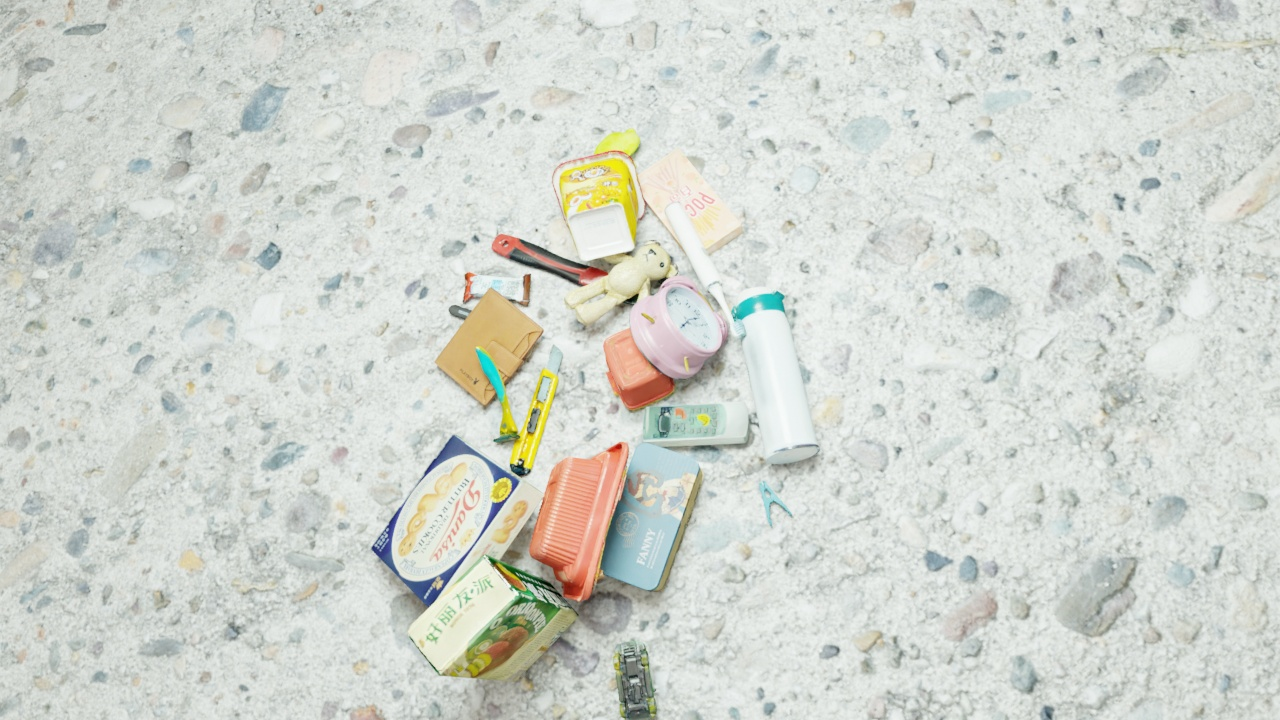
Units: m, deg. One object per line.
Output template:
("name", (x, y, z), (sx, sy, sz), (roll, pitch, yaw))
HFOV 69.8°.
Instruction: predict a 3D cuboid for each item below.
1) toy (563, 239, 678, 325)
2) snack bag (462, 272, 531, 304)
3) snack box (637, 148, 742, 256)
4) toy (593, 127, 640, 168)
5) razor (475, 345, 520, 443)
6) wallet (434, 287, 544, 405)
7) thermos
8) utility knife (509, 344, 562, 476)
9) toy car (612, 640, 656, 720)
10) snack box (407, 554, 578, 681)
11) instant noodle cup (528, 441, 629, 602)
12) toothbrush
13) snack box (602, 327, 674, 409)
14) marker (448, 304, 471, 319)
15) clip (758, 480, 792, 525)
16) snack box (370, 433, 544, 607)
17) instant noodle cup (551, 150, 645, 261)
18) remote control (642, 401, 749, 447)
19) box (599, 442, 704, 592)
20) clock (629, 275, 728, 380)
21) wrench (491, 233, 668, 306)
("toy", (-0.028, -0.104, 1.214), (0.157, 0.066, 0.105), (-32, 72, -12))
("snack bag", (-0.203, -0.101, 1.286), (0.104, 0.026, 0.048), (2, 77, 11))
("snack box", (0.063, -0.215, 1.275), (0.084, 0.026, 0.157), (-35, 68, -2))
("toy", (-0.038, -0.288, 1.311), (0.097, 0.031, 0.100), (-33, 52, 6))
("razor", (-0.190, 0.043, 1.205), (0.043, 0.028, 0.132), (-17, 91, 45))
("wallet", (-0.205, -0.018, 1.245), (0.108, 0.031, 0.132), (39, 93, 19))
("thermos", (0.165, 0.014, 1.154), (0.073, 0.073, 0.224), (-12, 68, 6))
("utility knife", (-0.138, 0.065, 1.219), (0.033, 0.015, 0.190), (11, 73, 14))
("toy car", (-0.005, 0.375, 1.072), (0.043, 0.036, 0.091), (-11, 68, 6))
("snack box", (-0.155, 0.293, 1.021), (0.114, 0.240, 0.063), (-44, 67, -6))
("instant noodle cup", (-0.077, 0.185, 1.083), (0.079, 0.165, 0.188), (17, 73, -10))
("toothbrush", (0.085, -0.118, 1.199), (0.026, 0.026, 0.221), (-46, 57, 37))
("snack box", (-0.007, 0.007, 1.180), (0.082, 0.080, 0.091), (-24, 68, 2))
("marker", (-0.213, -0.054, 1.277), (0.124, 0.015, 0.018), (19, 74, 16))
("clip", (0.161, 0.173, 1.125), (0.034, 0.013, 0.055), (-29, 67, -1))
("snack box", (-0.229, 0.199, 1.132), (0.183, 0.046, 0.177), (22, 73, 48))
("instant noodle cup", (-0.054, -0.203, 1.229), (0.116, 0.116, 0.123), (-12, 39, 6))
("remote control", (0.070, 0.081, 1.164), (0.135, 0.019, 0.056), (-3, 51, 10))
("box", (0.010, 0.198, 1.119), (0.090, 0.063, 0.184), (14, 72, 16))
("clock", (0.055, -0.047, 1.167), (0.060, 0.158, 0.117), (-38, 95, 33))
("wrench", (-0.087, -0.127, 1.278), (0.273, 0.016, 0.056), (18, 71, 16))
